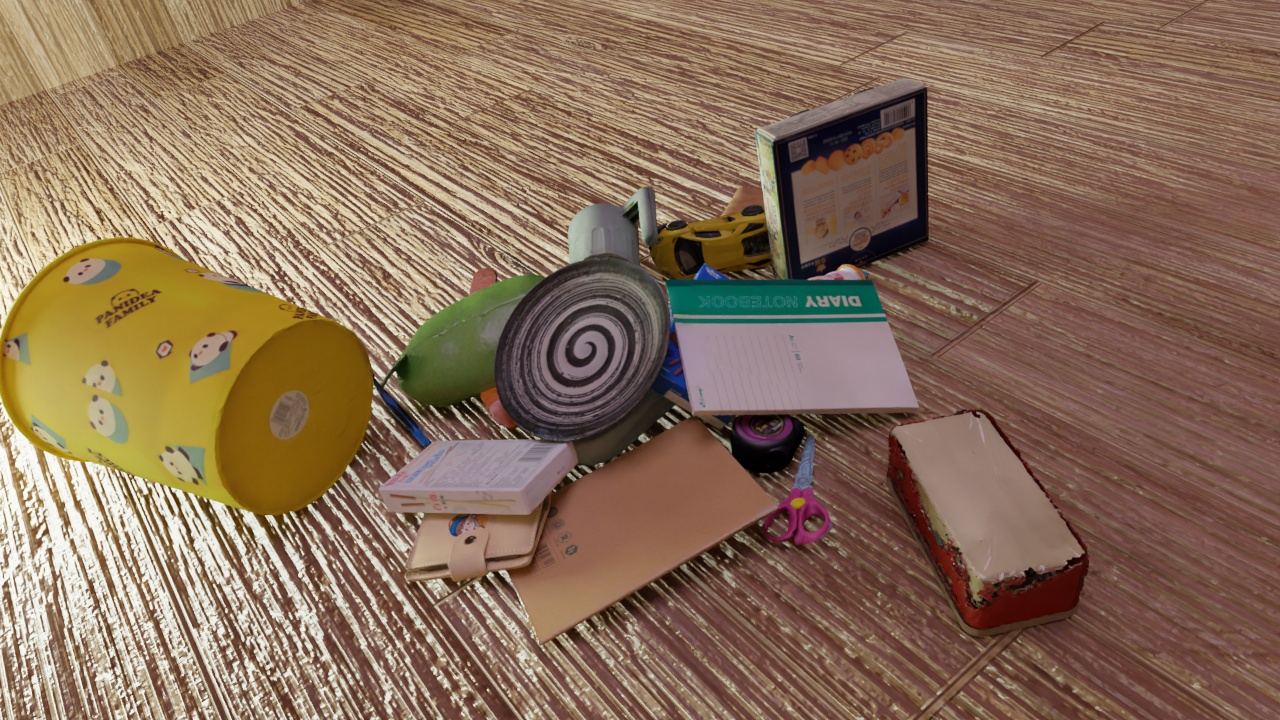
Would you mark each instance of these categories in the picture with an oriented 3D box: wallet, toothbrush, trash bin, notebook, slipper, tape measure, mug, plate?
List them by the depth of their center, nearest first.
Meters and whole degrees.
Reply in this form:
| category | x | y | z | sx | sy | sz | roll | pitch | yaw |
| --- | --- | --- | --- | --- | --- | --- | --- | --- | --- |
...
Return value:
| category | x | y | z | sx | sy | sz | roll | pitch | yaw |
| --- | --- | --- | --- | --- | --- | --- | --- | --- | --- |
| notebook | -0.012 | 0.129 | 0.746 | 0.207 | 0.008 | 0.148 | -28 | 35 | -10 |
| wallet | -0.136 | 0.146 | 0.763 | 0.115 | 0.024 | 0.087 | -10 | 36 | 14 |
| tape measure | 0.107 | 0.071 | 0.793 | 0.058 | 0.039 | 0.056 | 14 | 41 | 23 |
| plate | -0.051 | -0.009 | 0.822 | 0.180 | 0.024 | 0.179 | -13 | 60 | 22 |
| notebook | 0.134 | -0.015 | 0.829 | 0.209 | 0.012 | 0.150 | -1 | 55 | -13 |
| trash bin | -0.411 | 0.021 | 0.864 | 0.255 | 0.230 | 0.228 | 16 | 45 | 23 |
| slipper | -0.005 | 0.005 | 0.881 | 0.104 | 0.074 | 0.244 | 19 | 48 | 36 |
| toothbrush | -0.251 | 0.051 | 0.943 | 0.014 | 0.016 | 0.189 | -23 | 40 | -29 |
| mug | -0.028 | -0.129 | 1.035 | 0.124 | 0.083 | 0.103 | -40 | 31 | 26 |
| wallet | 0.158 | -0.179 | 1.122 | 0.115 | 0.020 | 0.101 | 10 | 41 | 22 |

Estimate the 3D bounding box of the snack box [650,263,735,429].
| category | x | y | z | sx | sy | sz | roll | pitch | yaw |
| --- | --- | --- | --- | --- | --- | --- | --- | --- | --- |
| snack box | 0.067 | -0.017 | 0.850 | 0.084 | 0.026 | 0.156 | 31 | 48 | -5 |

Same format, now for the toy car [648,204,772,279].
| category | x | y | z | sx | sy | sz | roll | pitch | yaw |
| --- | --- | --- | --- | --- | --- | --- | --- | --- | --- |
| toy car | 0.086 | -0.127 | 1.032 | 0.156 | 0.071 | 0.041 | -7 | 33 | 10 |

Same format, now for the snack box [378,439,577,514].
| category | x | y | z | sx | sy | sz | roll | pitch | yaw |
| --- | --- | --- | --- | --- | --- | --- | --- | --- | --- |
| snack box | -0.141 | 0.100 | 0.797 | 0.157 | 0.027 | 0.084 | -5 | 23 | 29 |

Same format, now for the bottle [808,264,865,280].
| category | x | y | z | sx | sy | sz | roll | pitch | yaw |
| --- | --- | --- | --- | --- | --- | --- | --- | --- | --- |
| bottle | 0.183 | -0.055 | 0.916 | 0.063 | 0.063 | 0.108 | 22 | 48 | 37 |

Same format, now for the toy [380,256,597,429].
| category | x | y | z | sx | sy | sz | roll | pitch | yaw |
| --- | --- | --- | --- | --- | --- | --- | --- | --- | --- |
| toy | -0.141 | -0.023 | 0.932 | 0.247 | 0.090 | 0.226 | -22 | 45 | 4 |

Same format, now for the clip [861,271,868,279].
| category | x | y | z | sx | sy | sz | roll | pitch | yaw |
| --- | --- | --- | --- | --- | --- | --- | --- | --- | --- |
| clip | 0.215 | -0.081 | 0.975 | 0.056 | 0.043 | 0.014 | -12 | 39 | -1 |

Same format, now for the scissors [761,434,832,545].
| category | x | y | z | sx | sy | sz | roll | pitch | yaw |
| --- | --- | --- | --- | --- | --- | --- | --- | --- | --- |
| scissors | 0.134 | 0.104 | 0.763 | 0.057 | 0.017 | 0.133 | -8 | 32 | 21 |

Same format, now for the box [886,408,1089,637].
| category | x | y | z | sx | sy | sz | roll | pitch | yaw |
| --- | --- | --- | --- | --- | --- | --- | --- | --- | --- |
| box | 0.246 | 0.108 | 0.674 | 0.091 | 0.077 | 0.168 | -12 | 36 | -2 |

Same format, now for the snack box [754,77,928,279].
| category | x | y | z | sx | sy | sz | roll | pitch | yaw |
| --- | --- | --- | --- | --- | --- | --- | --- | --- | --- |
| snack box | 0.218 | -0.183 | 0.972 | 0.177 | 0.183 | 0.045 | -21 | 36 | -12 |
